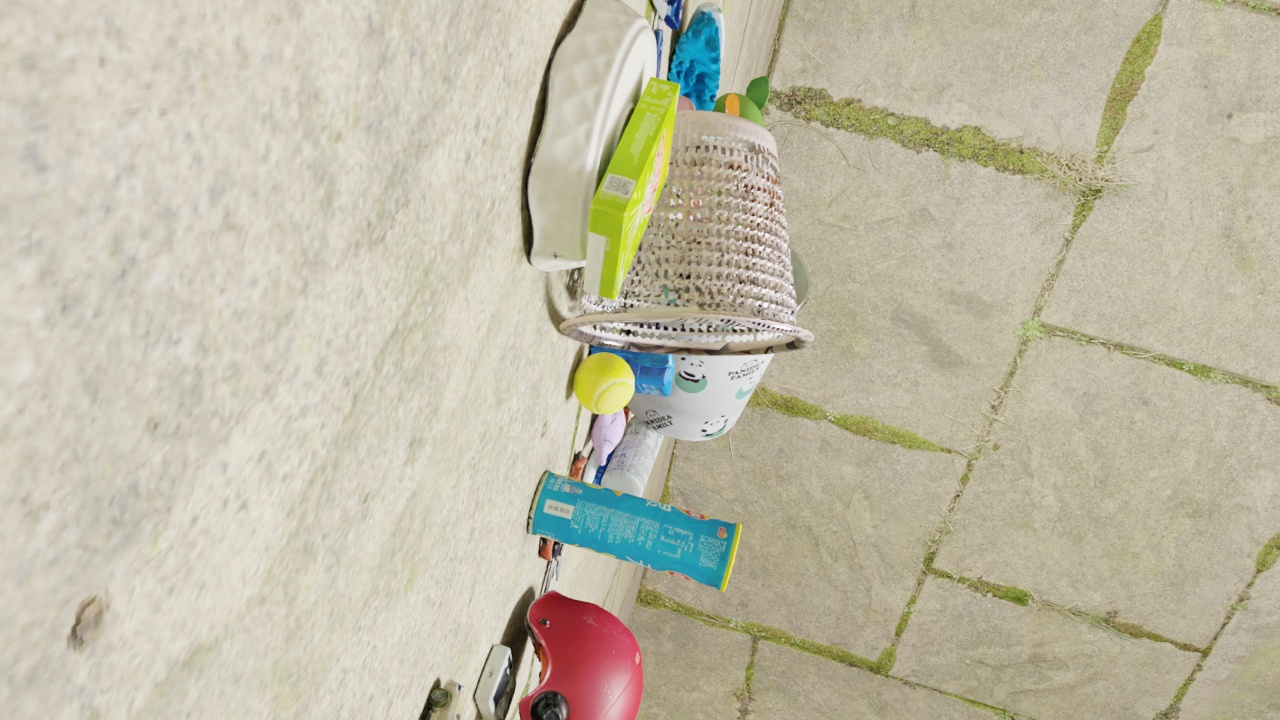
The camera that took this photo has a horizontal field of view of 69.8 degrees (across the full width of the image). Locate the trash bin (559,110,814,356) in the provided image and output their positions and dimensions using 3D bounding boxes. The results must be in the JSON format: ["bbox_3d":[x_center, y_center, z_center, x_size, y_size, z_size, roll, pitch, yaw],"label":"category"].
[{"bbox_3d":[0.046,-0.110,0.833,0.227,0.227,0.192,53,40,-82],"label":"trash bin"}]

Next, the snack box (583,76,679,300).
[{"bbox_3d":[-0.005,-0.127,0.667,0.086,0.026,0.156,99,8,-50],"label":"snack box"}]

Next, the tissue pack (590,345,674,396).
[{"bbox_3d":[-0.006,0.006,1.078,0.157,0.095,0.052,67,33,-80],"label":"tissue pack"}]

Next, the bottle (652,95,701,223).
[{"bbox_3d":[0.040,-0.228,1.055,0.197,0.068,0.068,84,22,-69],"label":"bottle"}]

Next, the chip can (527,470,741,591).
[{"bbox_3d":[-0.006,0.175,0.946,0.071,0.210,0.071,17,88,-83],"label":"chip can"}]

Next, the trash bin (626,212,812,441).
[{"bbox_3d":[0.087,-0.038,1.269,0.228,0.229,0.253,-68,175,-48],"label":"trash bin"}]

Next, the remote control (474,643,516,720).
[{"bbox_3d":[-0.149,0.347,0.965,0.150,0.021,0.058,97,10,-57],"label":"remote control"}]

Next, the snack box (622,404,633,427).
[{"bbox_3d":[-0.014,0.048,1.410,0.155,0.027,0.077,-68,170,-45],"label":"snack box"}]

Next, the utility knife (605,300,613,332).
[{"bbox_3d":[-0.021,-0.122,0.985,0.033,0.015,0.219,-54,156,-75],"label":"utility knife"}]

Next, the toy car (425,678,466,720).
[{"bbox_3d":[-0.158,0.297,0.719,0.042,0.035,0.090,98,8,-56],"label":"toy car"}]

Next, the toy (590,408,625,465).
[{"bbox_3d":[-0.041,0.085,1.209,0.108,0.039,0.084,-39,135,-77],"label":"toy"}]

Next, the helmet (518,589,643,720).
[{"bbox_3d":[-0.072,0.385,1.029,0.207,0.144,0.239,105,-7,-64],"label":"helmet"}]

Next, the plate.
[{"bbox_3d":[-0.032,-0.162,0.680,0.205,0.045,0.205,16,88,-83],"label":"plate"}]

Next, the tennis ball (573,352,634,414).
[{"bbox_3d":[-0.039,0.024,0.967,0.065,0.065,0.065,17,88,-84],"label":"tennis ball"}]

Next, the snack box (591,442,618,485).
[{"bbox_3d":[-0.057,0.162,1.301,0.156,0.026,0.085,-66,168,-55],"label":"snack box"}]

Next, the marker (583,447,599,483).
[{"bbox_3d":[-0.064,0.144,1.231,0.018,0.022,0.130,-44,-166,34],"label":"marker"}]

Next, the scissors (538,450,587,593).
[{"bbox_3d":[-0.099,0.216,1.129,0.226,0.015,0.188,94,13,-65],"label":"scissors"}]

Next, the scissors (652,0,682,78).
[{"bbox_3d":[0.021,-0.329,0.890,0.175,0.012,0.163,-60,164,-65],"label":"scissors"}]

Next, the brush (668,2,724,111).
[{"bbox_3d":[0.063,-0.311,1.141,0.315,0.060,0.109,100,4,-60],"label":"brush"}]

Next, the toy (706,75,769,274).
[{"bbox_3d":[0.122,-0.240,1.153,0.227,0.090,0.246,82,8,-59],"label":"toy"}]

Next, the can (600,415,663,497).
[{"bbox_3d":[-0.009,0.136,1.278,0.146,0.058,0.058,-65,168,-56],"label":"can"}]
